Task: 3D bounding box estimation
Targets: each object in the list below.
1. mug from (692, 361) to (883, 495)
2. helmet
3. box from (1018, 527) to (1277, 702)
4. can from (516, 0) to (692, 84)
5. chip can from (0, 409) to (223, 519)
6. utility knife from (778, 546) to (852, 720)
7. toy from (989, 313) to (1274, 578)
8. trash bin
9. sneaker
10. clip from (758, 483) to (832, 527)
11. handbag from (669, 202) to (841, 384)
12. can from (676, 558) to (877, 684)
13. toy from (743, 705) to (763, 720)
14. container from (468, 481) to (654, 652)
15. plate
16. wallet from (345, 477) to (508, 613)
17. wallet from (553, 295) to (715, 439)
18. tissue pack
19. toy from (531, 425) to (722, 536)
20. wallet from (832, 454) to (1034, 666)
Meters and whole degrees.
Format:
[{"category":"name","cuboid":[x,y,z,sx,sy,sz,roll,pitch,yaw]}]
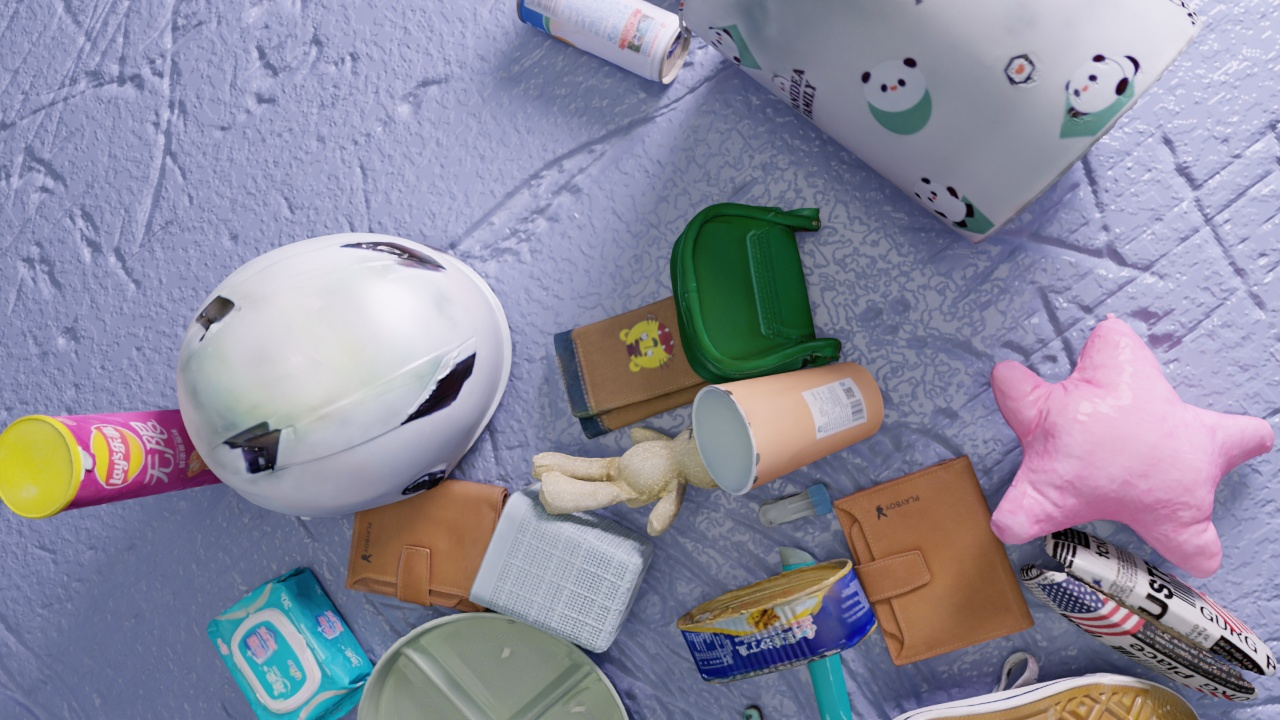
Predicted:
[{"category":"mug","cuboid":[0.109,0.042,0.658,0.122,0.078,0.078,-15,85,-25]},{"category":"helmet","cuboid":[-0.235,0.002,0.702,0.258,0.146,0.229,-22,82,-1]},{"category":"box","cuboid":[0.341,0.185,0.631,0.163,0.075,0.082,31,107,9]},{"category":"can","cuboid":[-0.029,-0.268,0.728,0.134,0.053,0.053,28,95,12]},{"category":"chip can","cuboid":[-0.390,0.073,0.726,0.071,0.210,0.071,0,90,13]},{"category":"utility knife","cuboid":[0.136,0.217,0.704,0.029,0.013,0.157,-13,89,15]},{"category":"toy","cuboid":[0.335,0.052,0.630,0.194,0.075,0.178,8,76,2]},{"category":"trash bin","cuboid":[0.192,-0.227,0.600,0.252,0.229,0.230,43,98,4]},{"category":"sneaker","cuboid":[0.266,0.265,0.636,0.241,0.088,0.118,-2,76,-11]},{"category":"clip","cuboid":[0.119,0.113,0.707,0.058,0.038,0.026,-19,87,10]},{"category":"handbag","cuboid":[0.084,-0.051,0.683,0.120,0.068,0.131,-9,82,-7]},{"category":"can","cuboid":[0.097,0.192,0.672,0.148,0.074,0.049,-27,85,31]},{"category":"toy","cuboid":[0.078,0.320,0.708,0.092,0.030,0.096,-13,79,8]},{"category":"container","cuboid":[-0.056,0.161,0.711,0.111,0.090,0.090,23,94,10]},{"category":"plate","cuboid":[-0.115,0.307,0.736,0.230,0.027,0.230,1,98,10]},{"category":"wallet","cuboid":[-0.180,0.156,0.770,0.131,0.035,0.119,6,85,14]},{"category":"wallet","cuboid":[-0.004,0.004,0.731,0.115,0.033,0.090,-18,84,9]},{"category":"tissue pack","cuboid":[-0.297,0.253,0.783,0.093,0.050,0.133,-39,82,9]},{"category":"toy","cuboid":[-0.003,0.081,0.692,0.157,0.105,0.066,-7,126,-8]},{"category":"wallet","cuboid":[0.214,0.148,0.679,0.108,0.031,0.131,-20,83,10]}]
